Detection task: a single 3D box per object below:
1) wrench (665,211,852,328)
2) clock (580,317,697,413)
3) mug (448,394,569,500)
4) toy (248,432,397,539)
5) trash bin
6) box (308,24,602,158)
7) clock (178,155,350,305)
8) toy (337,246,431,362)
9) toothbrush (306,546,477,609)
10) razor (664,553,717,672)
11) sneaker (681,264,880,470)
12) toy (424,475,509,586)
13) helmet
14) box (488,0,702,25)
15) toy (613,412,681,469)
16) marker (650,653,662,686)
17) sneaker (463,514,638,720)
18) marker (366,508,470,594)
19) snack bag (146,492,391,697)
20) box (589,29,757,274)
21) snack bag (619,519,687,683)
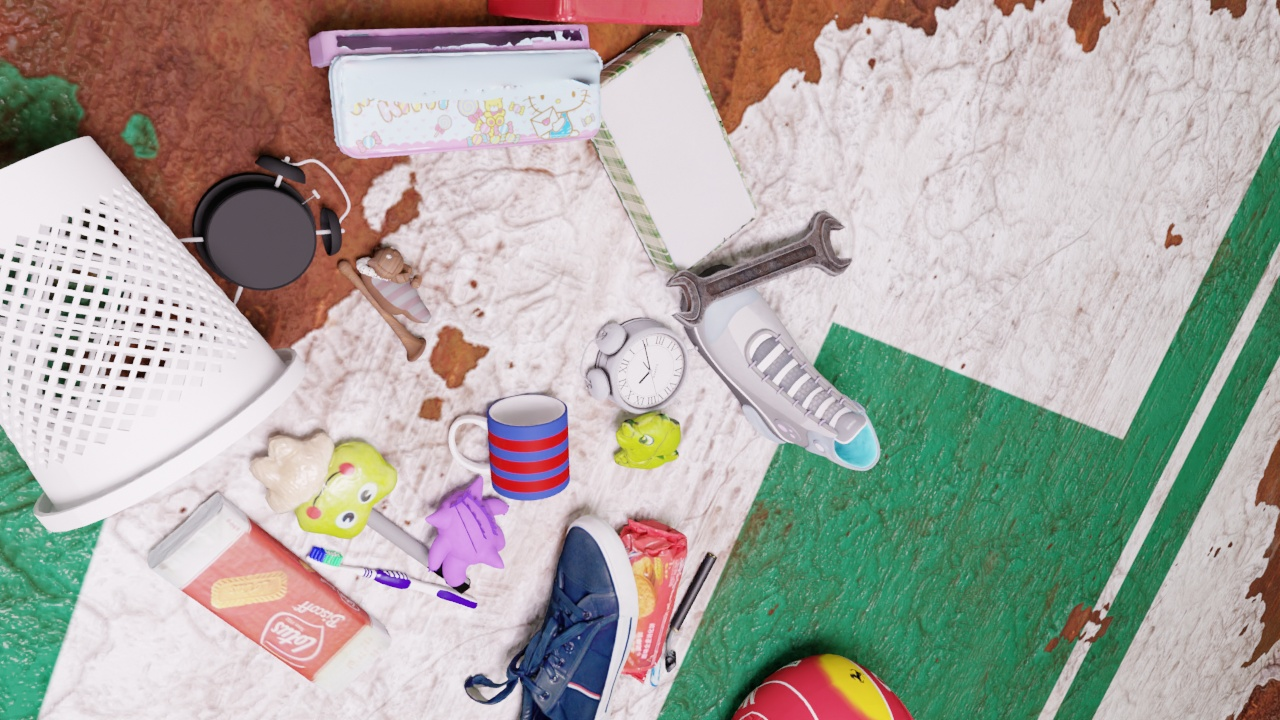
[{"bbox_3d":[0.126,-0.092,0.921,0.272,0.010,0.070,-23,89,-37],"label":"wrench"},{"bbox_3d":[-0.006,0.005,0.918,0.122,0.035,0.094,8,104,-34],"label":"clock"},{"bbox_3d":[-0.123,0.081,0.863,0.112,0.075,0.076,-1,111,-3],"label":"mug"},{"bbox_3d":[-0.275,0.104,0.792,0.117,0.043,0.092,37,89,-34],"label":"toy"},{"bbox_3d":[-0.366,-0.027,0.611,0.195,0.196,0.200,-34,113,-16],"label":"trash bin"},{"bbox_3d":[-0.138,-0.209,0.716,0.213,0.089,0.093,-12,108,-27],"label":"box"},{"bbox_3d":[-0.283,-0.105,0.705,0.120,0.042,0.091,-39,124,-13],"label":"clock"},{"bbox_3d":[-0.205,-0.053,0.774,0.055,0.041,0.102,-32,116,10],"label":"toy"},{"bbox_3d":[-0.231,0.210,0.877,0.186,0.015,0.016,28,88,-36],"label":"toothbrush"},{"bbox_3d":[0.054,0.292,1.077,0.022,0.043,0.144,22,92,0],"label":"razor"},{"bbox_3d":[0.152,0.015,0.941,0.093,0.160,0.257,-45,126,-9],"label":"sneaker"},{"bbox_3d":[-0.162,0.162,0.873,0.105,0.056,0.088,-37,115,-39],"label":"toy"},{"bbox_3d":[0.212,0.500,1.147,0.224,0.197,0.271,3,115,-32],"label":"helmet"},{"bbox_3d":[-0.041,-0.312,0.702,0.165,0.157,0.152,33,92,-38],"label":"box"},{"bbox_3d":[0.007,0.086,0.939,0.094,0.036,0.094,14,137,-36],"label":"toy"},{"bbox_3d":[0.023,0.322,1.075,0.013,0.013,0.142,-5,112,-29],"label":"marker"},{"bbox_3d":[-0.092,0.297,0.942,0.127,0.121,0.295,-7,115,-42],"label":"sneaker"},{"bbox_3d":[-0.213,0.181,0.875,0.016,0.016,0.140,-47,125,-7],"label":"marker"},{"bbox_3d":[-0.320,0.214,0.811,0.077,0.041,0.225,-44,123,-12],"label":"snack bag"},{"bbox_3d":[0.027,-0.189,0.855,0.117,0.050,0.205,-41,125,-15],"label":"box"},{"bbox_3d":[-0.001,0.255,0.997,0.082,0.082,0.176,4,107,-32],"label":"snack bag"}]
